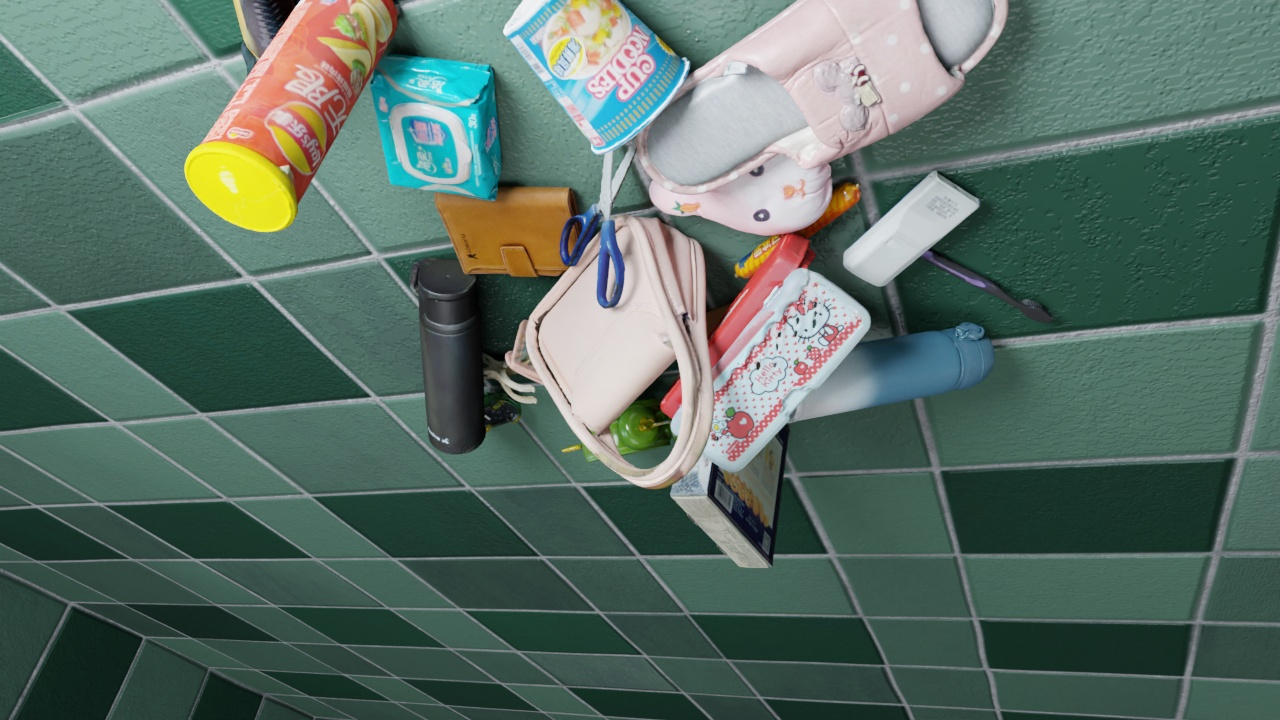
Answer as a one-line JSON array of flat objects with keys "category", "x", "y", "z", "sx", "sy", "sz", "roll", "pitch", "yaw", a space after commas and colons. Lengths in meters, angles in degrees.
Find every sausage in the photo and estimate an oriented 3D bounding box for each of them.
[{"category": "sausage", "x": 0.137, "y": -0.113, "z": 0.822, "sx": 0.021, "sy": 0.021, "sz": 0.166, "roll": 28, "pitch": 142, "yaw": -23}]

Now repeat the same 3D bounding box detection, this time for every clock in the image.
[{"category": "clock", "x": -0.007, "y": 0.078, "z": 1.060, "sx": 0.162, "sy": 0.056, "sz": 0.116, "roll": -17, "pitch": 172, "yaw": 40}]

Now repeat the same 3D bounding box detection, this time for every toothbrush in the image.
[{"category": "toothbrush", "x": 0.302, "y": -0.078, "z": 0.840, "sx": 0.189, "sy": 0.016, "sz": 0.014, "roll": 24, "pitch": 137, "yaw": -14}]

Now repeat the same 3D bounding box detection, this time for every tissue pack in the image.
[{"category": "tissue pack", "x": -0.169, "y": -0.191, "z": 0.771, "sx": 0.093, "sy": 0.050, "sz": 0.134, "roll": 8, "pitch": 146, "yaw": 2}]

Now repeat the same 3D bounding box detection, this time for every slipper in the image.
[{"category": "slipper", "x": 0.118, "y": -0.192, "z": 0.644, "sx": 0.275, "sy": 0.054, "sz": 0.114, "roll": -21, "pitch": 120, "yaw": 24}]

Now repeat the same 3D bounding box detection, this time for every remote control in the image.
[{"category": "remote control", "x": 0.230, "y": -0.110, "z": 0.793, "sx": 0.049, "sy": 0.024, "sz": 0.125, "roll": 26, "pitch": 138, "yaw": -15}]

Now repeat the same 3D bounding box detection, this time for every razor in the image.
[{"category": "razor", "x": -0.287, "y": -0.276, "z": 0.688, "sx": 0.067, "sy": 0.062, "sz": 0.168, "roll": 34, "pitch": 147, "yaw": 22}]

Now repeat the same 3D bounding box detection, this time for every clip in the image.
[{"category": "clip", "x": -0.152, "y": 0.005, "z": 1.080, "sx": 0.104, "sy": 0.086, "sz": 0.035, "roll": 32, "pitch": 153, "yaw": 20}]

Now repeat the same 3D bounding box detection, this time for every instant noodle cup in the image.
[{"category": "instant noodle cup", "x": -0.037, "y": -0.221, "z": 0.660, "sx": 0.099, "sy": 0.099, "sz": 0.110, "roll": -24, "pitch": 126, "yaw": 40}]

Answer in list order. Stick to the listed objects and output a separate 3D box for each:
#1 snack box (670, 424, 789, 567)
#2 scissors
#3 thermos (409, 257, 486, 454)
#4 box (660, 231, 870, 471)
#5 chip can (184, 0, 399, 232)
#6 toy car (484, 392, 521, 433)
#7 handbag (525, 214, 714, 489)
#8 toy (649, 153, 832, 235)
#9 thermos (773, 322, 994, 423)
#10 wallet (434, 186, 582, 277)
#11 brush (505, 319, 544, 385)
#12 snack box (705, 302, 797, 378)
[{"category": "snack box", "x": 0.105, "y": 0.110, "z": 1.011, "sx": 0.046, "sy": 0.182, "sz": 0.178, "roll": -8, "pitch": 142, "yaw": 29}, {"category": "scissors", "x": -0.030, "y": -0.121, "z": 0.783, "sx": 0.012, "sy": 0.162, "sz": 0.163, "roll": -11, "pitch": 172, "yaw": -33}, {"category": "thermos", "x": -0.214, "y": -0.006, "z": 1.016, "sx": 0.090, "sy": 0.068, "sz": 0.243, "roll": 38, "pitch": 141, "yaw": 29}, {"category": "box", "x": 0.109, "y": -0.006, "z": 0.818, "sx": 0.100, "sy": 0.095, "sz": 0.202, "roll": 36, "pitch": 119, "yaw": -2}, {"category": "chip can", "x": -0.238, "y": -0.190, "z": 0.645, "sx": 0.073, "sy": 0.216, "sz": 0.073, "roll": 7, "pitch": 144, "yaw": 5}, {"category": "toy car", "x": -0.189, "y": 0.063, "z": 1.155, "sx": 0.091, "sy": 0.036, "sz": 0.043, "roll": -16, "pitch": 137, "yaw": 35}, {"category": "handbag", "x": -0.005, "y": 0.005, "z": 0.829, "sx": 0.093, "sy": 0.234, "sz": 0.194, "roll": 11, "pitch": 135, "yaw": -37}, {"category": "toy", "x": 0.078, "y": -0.152, "z": 0.759, "sx": 0.160, "sy": 0.054, "sz": 0.121, "roll": 3, "pitch": 142, "yaw": 20}, {"category": "thermos", "x": 0.231, "y": 0.009, "z": 0.871, "sx": 0.220, "sy": 0.070, "sz": 0.070, "roll": -10, "pitch": 150, "yaw": -17}, {"category": "wallet", "x": -0.119, "y": -0.120, "z": 0.881, "sx": 0.131, "sy": 0.035, "sz": 0.119, "roll": 2, "pitch": 138, "yaw": 12}, {"category": "brush", "x": -0.075, "y": 0.009, "z": 1.024, "sx": 0.145, "sy": 0.063, "sz": 0.073, "roll": 25, "pitch": 139, "yaw": -22}, {"category": "snack box", "x": 0.113, "y": 0.003, "z": 0.933, "sx": 0.077, "sy": 0.092, "sz": 0.094, "roll": -19, "pitch": 136, "yaw": 37}]
